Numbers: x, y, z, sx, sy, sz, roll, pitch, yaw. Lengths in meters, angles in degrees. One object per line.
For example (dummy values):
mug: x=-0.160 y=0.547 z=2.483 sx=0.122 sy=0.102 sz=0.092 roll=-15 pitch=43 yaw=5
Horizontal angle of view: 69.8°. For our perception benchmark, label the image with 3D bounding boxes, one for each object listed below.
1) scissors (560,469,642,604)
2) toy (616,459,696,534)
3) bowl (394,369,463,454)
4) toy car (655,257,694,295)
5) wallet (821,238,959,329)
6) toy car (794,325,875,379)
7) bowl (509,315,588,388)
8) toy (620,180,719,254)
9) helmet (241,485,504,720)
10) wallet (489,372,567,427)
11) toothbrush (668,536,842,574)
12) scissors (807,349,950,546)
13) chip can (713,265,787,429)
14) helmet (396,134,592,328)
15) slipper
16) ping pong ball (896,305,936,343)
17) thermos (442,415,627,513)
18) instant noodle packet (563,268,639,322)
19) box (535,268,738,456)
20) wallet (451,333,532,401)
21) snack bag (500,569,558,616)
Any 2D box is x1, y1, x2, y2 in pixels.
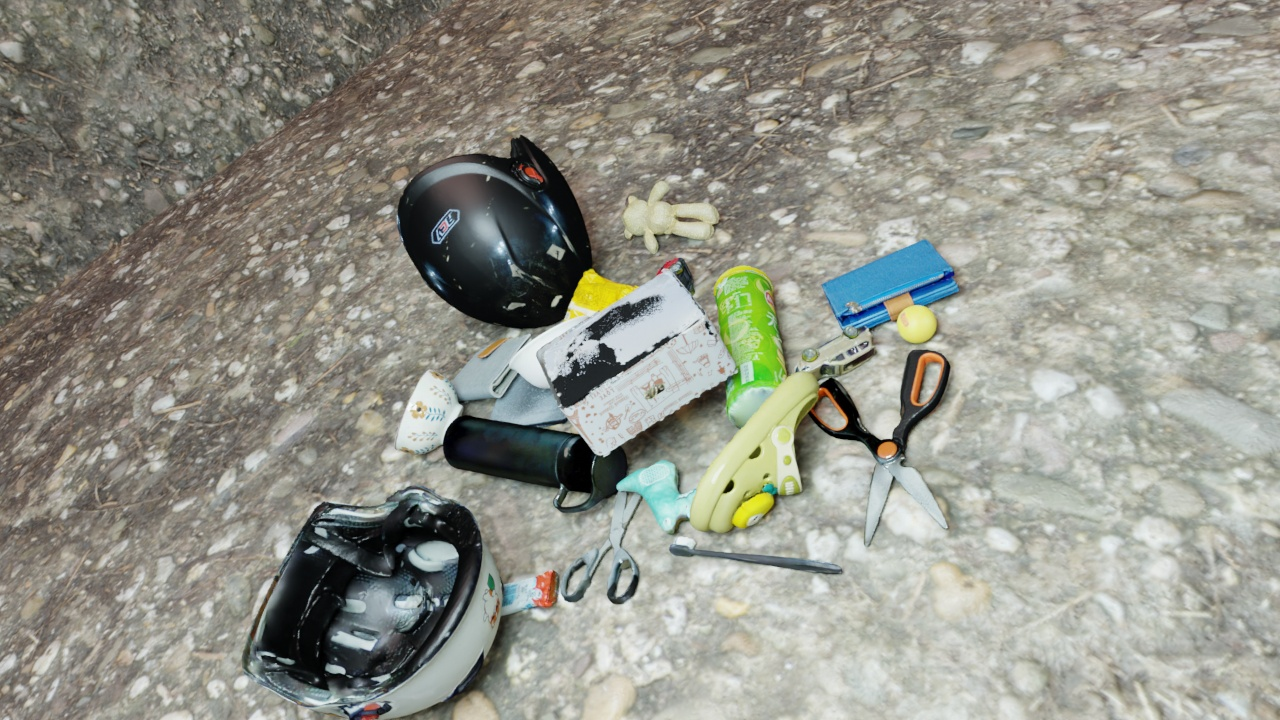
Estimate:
scissors: x=-0.024 y=0.186 z=0.962 sx=0.162 sy=0.014 sz=0.166 roll=-35 pitch=35 yaw=-9
toy: x=0.031 y=0.140 z=0.960 sx=0.096 sy=0.030 sz=0.092 roll=-26 pitch=45 yaw=-4
bowl: x=-0.270 y=0.074 z=1.197 sx=0.062 sy=0.114 sz=0.113 roll=22 pitch=51 yaw=-2
toy car: x=0.037 y=-0.080 z=1.184 sx=0.045 sy=0.053 sz=0.120 roll=-11 pitch=39 yaw=26
wallet: x=0.277 y=-0.083 z=1.030 sx=0.133 sy=0.040 sz=0.106 roll=-24 pitch=29 yaw=10
toy car: x=0.208 y=-0.003 z=0.984 sx=0.090 sy=0.042 sz=0.035 roll=-26 pitch=59 yaw=-2
bowl: x=-0.096 y=0.003 z=1.138 sx=0.118 sy=0.118 sz=0.064 roll=-32 pitch=80 yaw=0
toy: x=0.040 y=-0.203 z=1.318 sx=0.157 sy=0.066 sz=0.105 roll=10 pitch=96 yaw=37
helmet: x=-0.242 y=0.257 z=0.913 sx=0.275 sy=0.157 sz=0.229 roll=-9 pitch=48 yaw=22
wallet: x=-0.136 y=0.050 z=1.186 sx=0.121 sy=0.019 sz=0.097 roll=-10 pitch=44 yaw=24
toothbrush: x=0.105 y=0.185 z=0.868 sx=0.181 sy=0.016 sz=0.018 roll=0 pitch=39 yaw=36
scissors: x=0.237 y=0.076 z=0.898 sx=0.225 sy=0.022 sz=0.220 roll=18 pitch=64 yaw=47
chip can: x=0.125 y=-0.015 z=1.031 sx=0.073 sy=0.072 sz=0.220 roll=-19 pitch=39 yaw=16
helmet: x=-0.194 y=-0.165 z=1.266 sx=0.234 sy=0.274 sz=0.230 roll=-42 pitch=60 yaw=23
slipper: x=0.124 y=0.098 z=0.890 sx=0.081 sy=0.091 sz=0.190 roll=37 pitch=85 yaw=20
ping pong ball: x=0.291 y=-0.038 z=0.967 sx=0.040 sy=0.040 sz=0.040 roll=-19 pitch=39 yaw=16
thermos: x=-0.132 y=0.118 z=1.061 sx=0.243 sy=0.068 sz=0.089 roll=5 pitch=56 yaw=40
instant noodle packet: x=-0.053 y=-0.059 z=1.208 sx=0.128 sy=0.044 sz=0.110 roll=24 pitch=88 yaw=49
box: x=-0.012 y=-0.006 z=1.012 sx=0.179 sy=0.130 sz=0.272 roll=-33 pitch=8 yaw=0
wallet: x=-0.206 y=0.009 z=1.243 sx=0.130 sy=0.037 sz=0.106 roll=-9 pitch=41 yaw=50
snack bag: x=-0.132 y=0.247 z=0.954 sx=0.105 sy=0.026 sz=0.045 roll=-19 pitch=47 yaw=18
